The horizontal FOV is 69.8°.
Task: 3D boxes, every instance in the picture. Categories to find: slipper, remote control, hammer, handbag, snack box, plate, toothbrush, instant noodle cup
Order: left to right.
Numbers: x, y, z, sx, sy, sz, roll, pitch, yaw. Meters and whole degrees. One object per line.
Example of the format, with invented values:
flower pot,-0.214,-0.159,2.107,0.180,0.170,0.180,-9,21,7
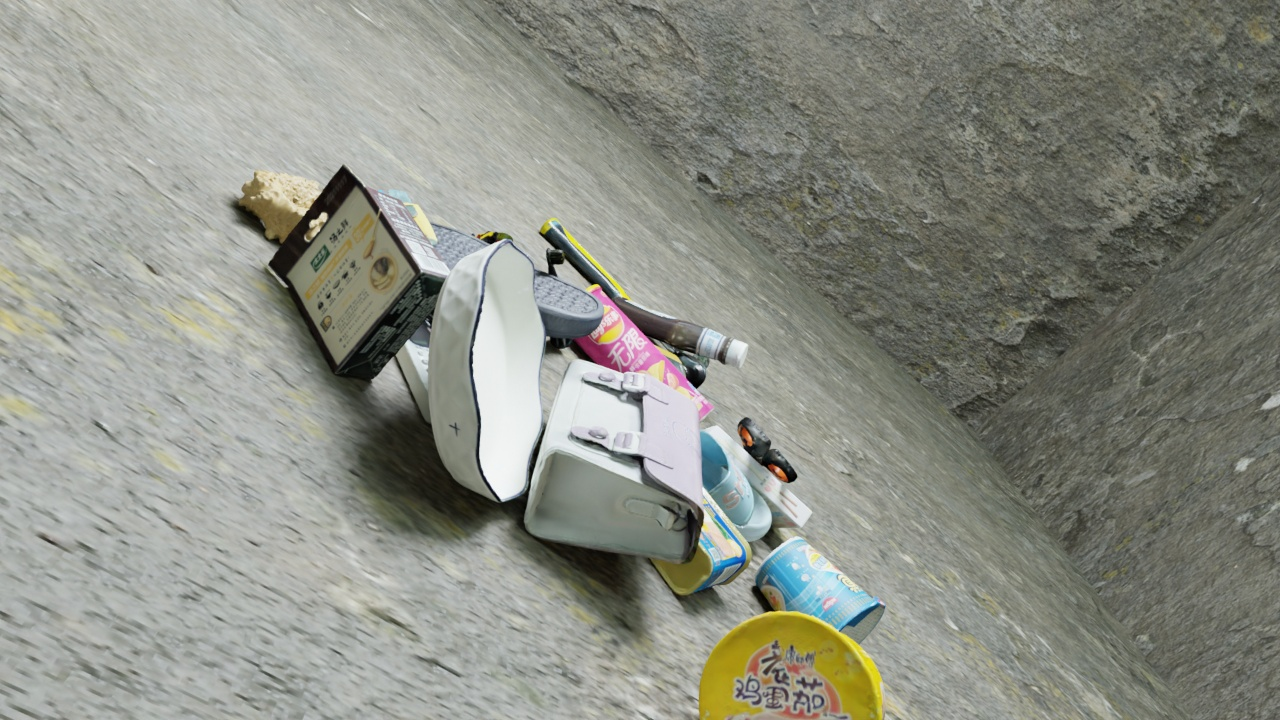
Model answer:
snack box,-0.223,-0.069,0.729,0.125,0.113,0.053,53,19,27
remote control,-0.185,0.002,0.805,0.058,0.021,0.150,22,28,-51
slipper,-0.165,-0.062,0.885,0.268,0.083,0.110,22,23,15
plate,-0.117,0.008,0.719,0.045,0.205,0.204,0,17,8
toothbrush,-0.088,-0.065,0.975,0.213,0.027,0.026,97,-4,-67
hammer,-0.026,-0.091,1.361,0.323,0.032,0.126,45,16,2
handbag,-0.015,0.082,0.810,0.145,0.099,0.196,18,22,-6
slipper,0.056,0.115,0.996,0.245,0.074,0.104,31,21,-33
snack box,0.129,0.142,1.108,0.157,0.026,0.085,42,-15,-3
instant noodle cup,0.127,0.267,0.718,0.138,0.138,0.109,53,10,27
instant noodle cup,0.179,0.245,0.948,0.099,0.099,0.110,20,21,-52

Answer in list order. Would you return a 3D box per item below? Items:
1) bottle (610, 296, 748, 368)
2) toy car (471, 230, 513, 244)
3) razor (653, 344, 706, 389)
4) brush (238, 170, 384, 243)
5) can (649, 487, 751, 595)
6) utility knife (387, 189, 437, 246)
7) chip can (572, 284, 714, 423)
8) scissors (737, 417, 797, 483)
bottle,0.050,-0.037,1.252,0.195,0.044,0.079,20,7,15
toy car,-0.142,-0.081,1.008,0.156,0.041,0.071,44,49,-56
razor,0.009,-0.004,1.208,0.167,0.062,0.067,27,42,-28
brush,-0.297,-0.150,0.890,0.083,0.046,0.254,39,14,-2
can,0.046,0.170,0.875,0.102,0.057,0.083,51,21,23
utility knife,-0.232,-0.143,0.918,0.031,0.022,0.210,-3,20,-22
chip can,-0.007,0.006,1.111,0.210,0.071,0.071,47,18,7
scissors,0.151,0.131,1.133,0.142,0.021,0.235,47,-8,29
